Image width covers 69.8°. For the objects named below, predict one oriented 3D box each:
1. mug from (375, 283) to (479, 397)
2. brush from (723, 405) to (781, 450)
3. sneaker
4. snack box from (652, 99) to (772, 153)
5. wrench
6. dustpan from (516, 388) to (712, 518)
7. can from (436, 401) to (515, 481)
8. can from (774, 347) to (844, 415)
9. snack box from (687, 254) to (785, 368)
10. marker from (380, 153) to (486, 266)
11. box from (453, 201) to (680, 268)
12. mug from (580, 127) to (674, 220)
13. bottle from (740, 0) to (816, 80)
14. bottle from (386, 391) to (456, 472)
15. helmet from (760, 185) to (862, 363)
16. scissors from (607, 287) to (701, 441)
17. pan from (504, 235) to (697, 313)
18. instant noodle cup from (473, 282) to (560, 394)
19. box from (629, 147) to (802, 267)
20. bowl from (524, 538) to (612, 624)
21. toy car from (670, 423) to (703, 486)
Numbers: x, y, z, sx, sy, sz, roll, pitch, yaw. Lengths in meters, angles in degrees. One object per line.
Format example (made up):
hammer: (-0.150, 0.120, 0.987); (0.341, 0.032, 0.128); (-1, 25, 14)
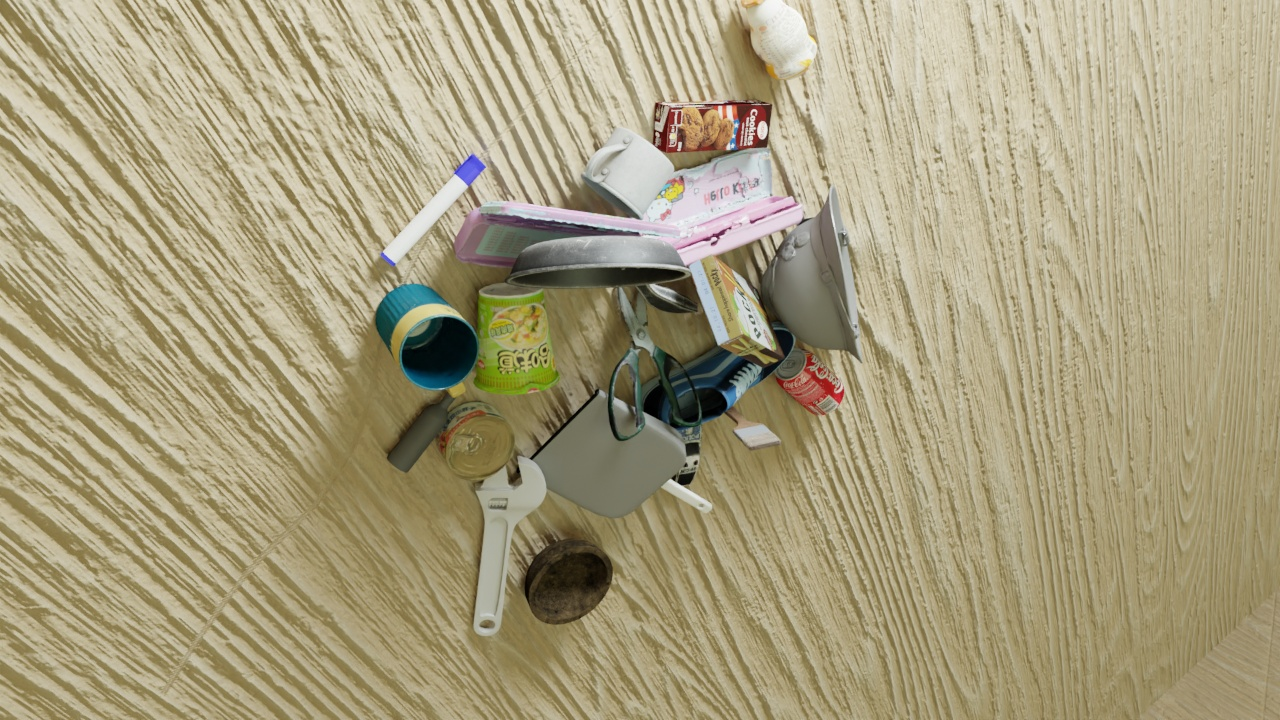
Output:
mug: (-0.221, -0.015, 0.966); (0.083, 0.107, 0.114); (-32, 126, -16)
brush: (0.131, 0.078, 1.204); (0.045, 0.143, 0.008); (-9, 117, -18)
sneaker: (0.120, 0.031, 1.202); (0.240, 0.098, 0.083); (-26, 124, -18)
snack box: (0.084, -0.273, 1.068); (0.140, 0.032, 0.051); (-10, 118, -27)
wrench: (-0.174, 0.243, 1.171); (0.086, 0.018, 0.274); (3, 115, -14)
dustpan: (-0.005, 0.143, 1.173); (0.257, 0.033, 0.163); (33, 119, -24)
can: (-0.194, 0.095, 1.079); (0.086, 0.043, 0.086); (-14, 120, -26)
can: (0.237, 0.029, 1.295); (0.064, 0.064, 0.104); (-52, 128, 1)
snack box: (0.119, -0.055, 1.109); (0.032, 0.101, 0.185); (-25, 163, 18)
marker: (-0.216, -0.156, 0.954); (0.141, 0.020, 0.020); (-47, 128, -2)
box: (-0.078, -0.135, 0.984); (0.213, 0.150, 0.049); (2, 78, -32)
mug: (-0.018, -0.208, 0.998); (0.070, 0.084, 0.113); (-54, 156, 0)
bottle: (0.154, -0.373, 1.041); (0.063, 0.063, 0.109); (-46, 128, -3)
bottle: (-0.243, 0.075, 1.047); (0.030, 0.030, 0.113); (37, 92, -38)
helmet: (0.213, -0.097, 1.176); (0.118, 0.183, 0.271); (-9, 143, 17)
scissors: (-0.011, 0.004, 1.097); (0.146, 0.015, 0.209); (-26, 92, -31)
pan: (-0.008, -0.087, 1.004); (0.356, 0.188, 0.055); (0, 87, -66)
instant noodle cup: (-0.141, -0.028, 1.024); (0.098, 0.099, 0.108); (-11, 110, -27)
box: (0.088, -0.186, 1.090); (0.201, 0.087, 0.103); (-23, 111, -20)
bowl: (-0.103, 0.284, 1.222); (0.121, 0.056, 0.121); (-14, 120, -25)
toy car: (0.061, 0.124, 1.251); (0.048, 0.040, 0.113); (-9, 117, -29)
